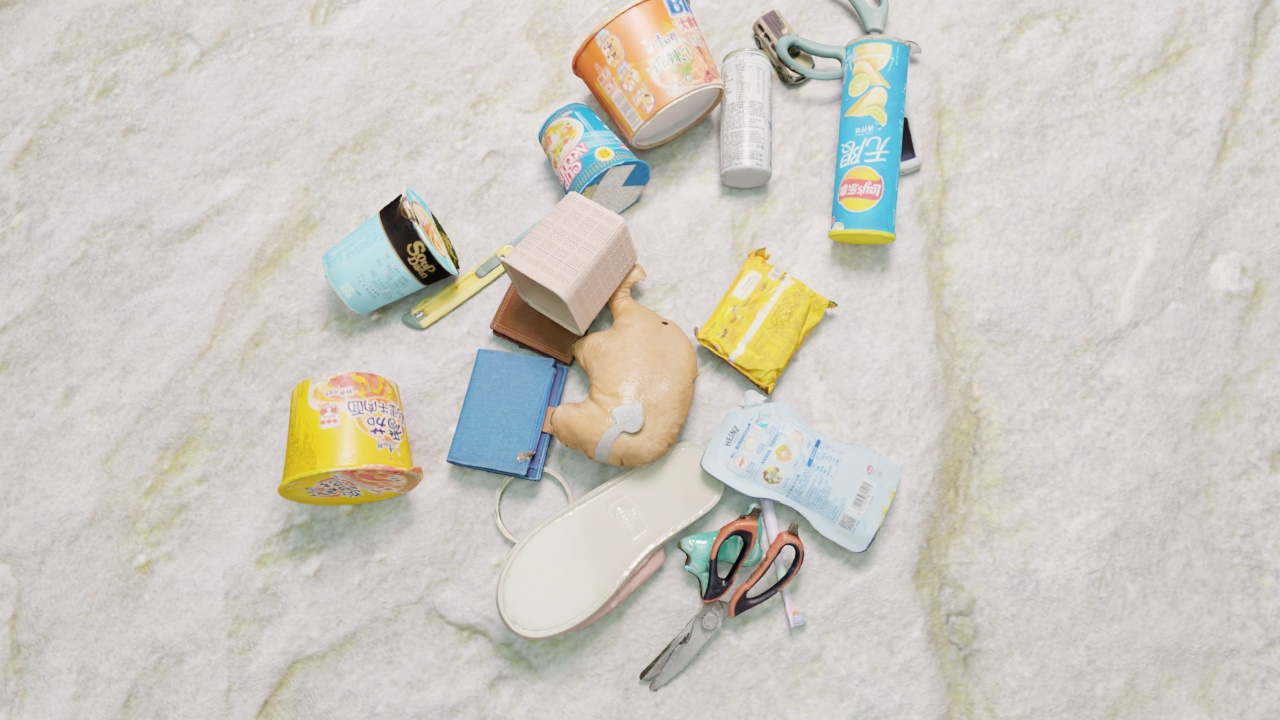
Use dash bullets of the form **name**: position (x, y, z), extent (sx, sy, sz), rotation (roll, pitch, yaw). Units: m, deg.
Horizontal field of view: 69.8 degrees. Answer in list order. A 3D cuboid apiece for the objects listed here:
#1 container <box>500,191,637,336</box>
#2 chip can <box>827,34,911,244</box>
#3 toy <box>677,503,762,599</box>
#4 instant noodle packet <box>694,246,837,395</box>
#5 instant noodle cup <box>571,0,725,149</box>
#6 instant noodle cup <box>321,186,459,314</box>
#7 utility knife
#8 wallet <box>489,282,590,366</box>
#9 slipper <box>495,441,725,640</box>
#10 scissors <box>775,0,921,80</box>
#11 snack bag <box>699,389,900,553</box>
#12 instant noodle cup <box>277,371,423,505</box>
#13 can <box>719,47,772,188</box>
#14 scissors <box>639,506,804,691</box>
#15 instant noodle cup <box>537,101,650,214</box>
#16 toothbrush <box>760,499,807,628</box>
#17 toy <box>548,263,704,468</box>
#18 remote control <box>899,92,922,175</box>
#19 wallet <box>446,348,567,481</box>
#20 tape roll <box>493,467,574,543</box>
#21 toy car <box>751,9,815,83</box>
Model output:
- **container**: position (-0.069, -0.104, 0.957), extent (0.090, 0.090, 0.110), rotation (31, 74, 24)
- **chip can**: position (0.246, -0.233, 0.985), extent (0.071, 0.071, 0.210), rotation (5, 90, 5)
- **toy**: position (0.083, 0.198, 0.941), extent (0.092, 0.030, 0.096), rotation (-7, 103, -12)
- **instant noodle packet**: position (0.133, -0.044, 0.987), extent (0.111, 0.044, 0.128), rotation (36, 85, 5)
- **instant noodle cup**: position (0.015, -0.311, 1.007), extent (0.151, 0.151, 0.111), rotation (-29, 85, -3)
- **instant noodle cup**: position (-0.278, -0.113, 1.005), extent (0.120, 0.111, 0.111), rotation (-29, 77, 5)
- **utility knife**: position (-0.175, -0.103, 1.039), extent (0.219, 0.022, 0.031), rotation (-36, 84, -9)
- **wallet**: position (-0.096, -0.066, 1.016), extent (0.101, 0.032, 0.124), rotation (24, 81, 6)
- **slipper**: position (-0.029, 0.181, 0.943), extent (0.274, 0.054, 0.114), rotation (-37, 81, -16)
- **scissors**: position (0.224, -0.371, 1.038), extent (0.179, 0.019, 0.170), rotation (-23, 80, -13)
- **snack bag**: position (0.165, 0.110, 0.946), extent (0.191, 0.039, 0.110), rotation (28, 76, 6)
- **instant noodle cup**: position (-0.302, 0.081, 0.951), extent (0.138, 0.138, 0.109), rotation (-9, 69, 2)
- **can**: position (0.118, -0.271, 1.029), extent (0.058, 0.058, 0.146), rotation (1, 78, 4)
- **scissors**: position (0.068, 0.239, 0.920), extent (0.207, 0.015, 0.193), rotation (-12, 101, -1)
- **instant noodle cup**: position (-0.059, -0.224, 1.020), extent (0.099, 0.099, 0.110), rotation (-33, 70, -4)
- **toothbrush**: position (0.140, 0.179, 0.951), extent (0.021, 0.029, 0.189), rotation (-23, 73, 37)
- **toy**: position (-0.006, 0.006, 0.966), extent (0.143, 0.083, 0.225), rotation (14, 64, 3)
- **remote control**: position (0.276, -0.281, 1.039), extent (0.058, 0.021, 0.150), rotation (-9, 77, 2)
- **wallet**: position (-0.141, 0.057, 0.986), extent (0.106, 0.040, 0.133), rotation (9, 73, 10)
- **tape roll**: position (-0.113, 0.155, 0.976), extent (0.086, 0.014, 0.085), rotation (-1, 78, 4)
- **toy car**: position (0.166, -0.362, 1.058), extent (0.042, 0.035, 0.090), rotation (-30, 80, -2)
